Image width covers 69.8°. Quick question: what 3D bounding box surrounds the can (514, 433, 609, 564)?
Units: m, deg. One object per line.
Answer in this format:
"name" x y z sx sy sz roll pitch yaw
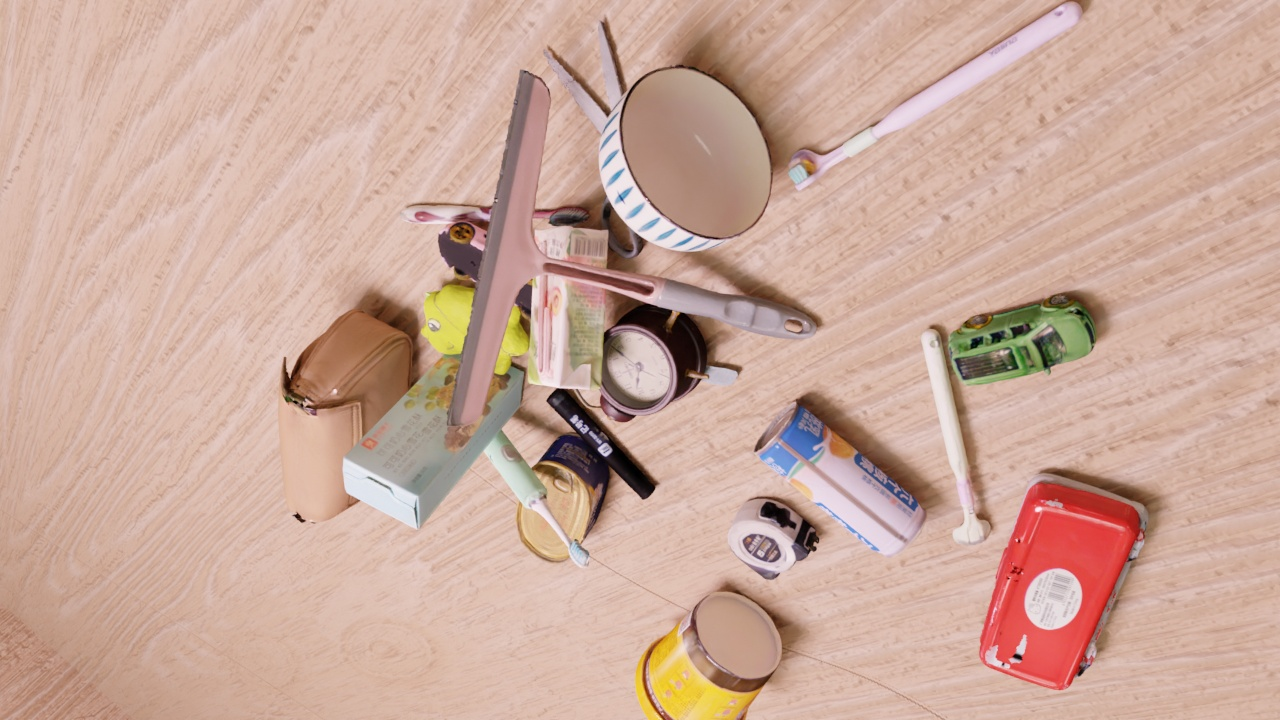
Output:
"can" -0.076 0.136 0.892 0.074 0.049 0.148 27 133 10

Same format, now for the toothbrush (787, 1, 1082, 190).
"toothbrush" 0.167 -0.155 0.545 0.021 0.029 0.190 18 147 -41

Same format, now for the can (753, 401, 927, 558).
"can" 0.156 0.094 0.717 0.134 0.053 0.053 39 134 -1

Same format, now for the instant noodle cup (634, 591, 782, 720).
"instant noodle cup" 0.069 0.294 0.886 0.118 0.118 0.115 32 127 6

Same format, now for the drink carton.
"drink carton" -0.057 -0.040 0.700 0.054 0.045 0.122 8 94 54

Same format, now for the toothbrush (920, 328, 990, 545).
"toothbrush" 0.229 0.059 0.673 0.029 0.020 0.190 -18 116 6

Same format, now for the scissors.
"scissors" -0.008 -0.147 0.659 0.159 0.014 0.178 25 133 12

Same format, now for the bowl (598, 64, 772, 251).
"bowl" 0.021 -0.123 0.596 0.116 0.116 0.066 49 147 -11

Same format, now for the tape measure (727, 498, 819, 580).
"tape measure" 0.112 0.154 0.805 0.066 0.033 0.066 40 132 -5

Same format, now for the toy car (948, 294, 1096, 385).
"toy car" 0.247 -0.010 0.598 0.091 0.036 0.043 -20 111 35

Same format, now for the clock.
"clock" -0.004 0.004 0.730 0.122 0.055 0.082 -21 98 31

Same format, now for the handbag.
"handbag" -0.291 0.054 0.890 0.100 0.147 0.205 24 128 11

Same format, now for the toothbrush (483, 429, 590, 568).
"toothbrush" -0.112 0.105 0.838 0.224 0.026 0.027 47 140 30

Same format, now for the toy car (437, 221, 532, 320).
"toy car" -0.112 -0.077 0.757 0.122 0.037 0.056 29 145 12

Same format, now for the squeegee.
"squeegee" 0.008 -0.050 0.662 0.249 0.040 0.248 13 98 -11

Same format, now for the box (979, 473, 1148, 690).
"box" 0.317 0.171 0.696 0.087 0.046 0.201 15 130 21

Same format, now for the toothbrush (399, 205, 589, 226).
"toothbrush" -0.125 -0.117 0.749 0.188 0.017 0.016 5 124 27

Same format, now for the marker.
"marker" -0.036 0.077 0.845 0.132 0.020 0.022 47 163 -10

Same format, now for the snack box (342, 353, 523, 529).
"snack box" -0.178 0.061 0.810 0.074 0.174 0.052 25 136 11

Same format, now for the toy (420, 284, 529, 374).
"toy" -0.148 -0.031 0.817 0.100 0.031 0.097 47 120 -4

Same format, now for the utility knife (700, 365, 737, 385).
"utility knife" -0.006 0.001 0.771 0.187 0.013 0.029 8 126 26
